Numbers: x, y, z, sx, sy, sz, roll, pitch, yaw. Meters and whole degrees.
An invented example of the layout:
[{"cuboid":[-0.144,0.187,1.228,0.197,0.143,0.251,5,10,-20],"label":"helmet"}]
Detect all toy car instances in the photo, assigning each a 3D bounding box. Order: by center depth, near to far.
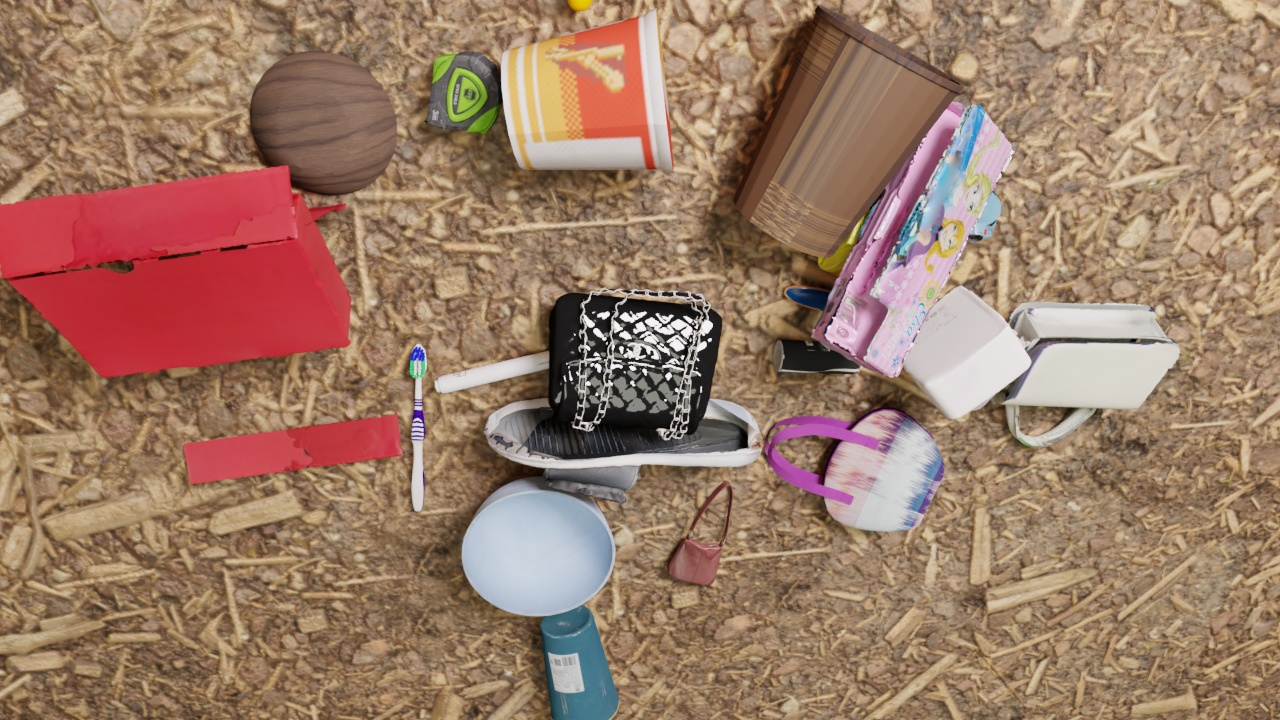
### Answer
[{"cuboid":[0.275,-0.144,0.824,0.107,0.028,0.060,10,75,-10],"label":"toy car"}]

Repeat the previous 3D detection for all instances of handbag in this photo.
[{"cuboid":[-0.005,0.004,0.816,0.153,0.115,0.125,6,84,-12],"label":"handbag"},{"cuboid":[0.421,0.019,0.922,0.151,0.073,0.176,1,134,-5],"label":"handbag"},{"cuboid":[0.211,0.105,0.939,0.170,0.068,0.145,16,112,-6],"label":"handbag"},{"cuboid":[0.072,0.181,0.978,0.055,0.029,0.120,15,107,-15],"label":"handbag"}]

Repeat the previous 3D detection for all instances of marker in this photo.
[{"cuboid":[-0.131,0.010,0.874,0.133,0.020,0.017,-14,120,0],"label":"marker"}]

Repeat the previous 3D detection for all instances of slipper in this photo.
[{"cuboid":[-0.015,0.084,0.879,0.263,0.111,0.063,-3,122,-10],"label":"slipper"}]

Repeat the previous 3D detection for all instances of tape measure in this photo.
[{"cuboid":[-0.142,-0.221,0.755,0.058,0.035,0.066,16,116,-3],"label":"tape measure"}]

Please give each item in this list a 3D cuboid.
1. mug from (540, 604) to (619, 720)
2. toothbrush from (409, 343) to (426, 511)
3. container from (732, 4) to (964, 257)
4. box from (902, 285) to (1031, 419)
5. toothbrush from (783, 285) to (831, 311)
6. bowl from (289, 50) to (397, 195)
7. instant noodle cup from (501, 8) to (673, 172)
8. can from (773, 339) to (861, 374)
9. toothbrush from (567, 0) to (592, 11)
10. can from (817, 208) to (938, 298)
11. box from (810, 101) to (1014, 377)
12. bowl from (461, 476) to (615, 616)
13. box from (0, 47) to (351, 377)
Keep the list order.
[{"cuboid":[-0.071,0.334,1.007,0.078,0.078,0.121,-10,112,-2],"label":"mug"},{"cuboid":[-0.217,0.070,0.896,0.015,0.016,0.187,3,115,-8],"label":"toothbrush"},{"cuboid":[0.160,-0.183,0.760,0.132,0.132,0.168,21,117,-15],"label":"container"},{"cuboid":[0.314,0.005,0.873,0.102,0.108,0.102,-38,117,11],"label":"box"},{"cuboid":[0.202,-0.053,0.881,0.135,0.017,0.022,9,112,-11],"label":"toothbrush"},{"cuboid":[-0.264,-0.191,0.757,0.119,0.032,0.119,-2,116,-5],"label":"bowl"},{"cuboid":[-0.040,-0.206,0.732,0.121,0.123,0.123,-6,116,5],"label":"instant noodle cup"},{"cuboid":[0.173,-0.003,0.894,0.080,0.031,0.032,2,115,-7],"label":"can"},{"cuboid":[-0.046,-0.371,0.697,0.031,0.031,0.197,-3,113,-10],"label":"toothbrush"},{"cuboid":[0.221,-0.092,0.837,0.105,0.067,0.068,25,110,-17],"label":"can"},{"cuboid":[0.236,-0.101,0.769,0.084,0.063,0.230,27,90,-16],"label":"box"},{"cuboid":[-0.102,0.175,0.926,0.150,0.074,0.151,-2,115,-5],"label":"bowl"},{"cuboid":[-0.361,-0.182,0.658,0.213,0.127,0.426,-8,114,-1],"label":"box"}]
